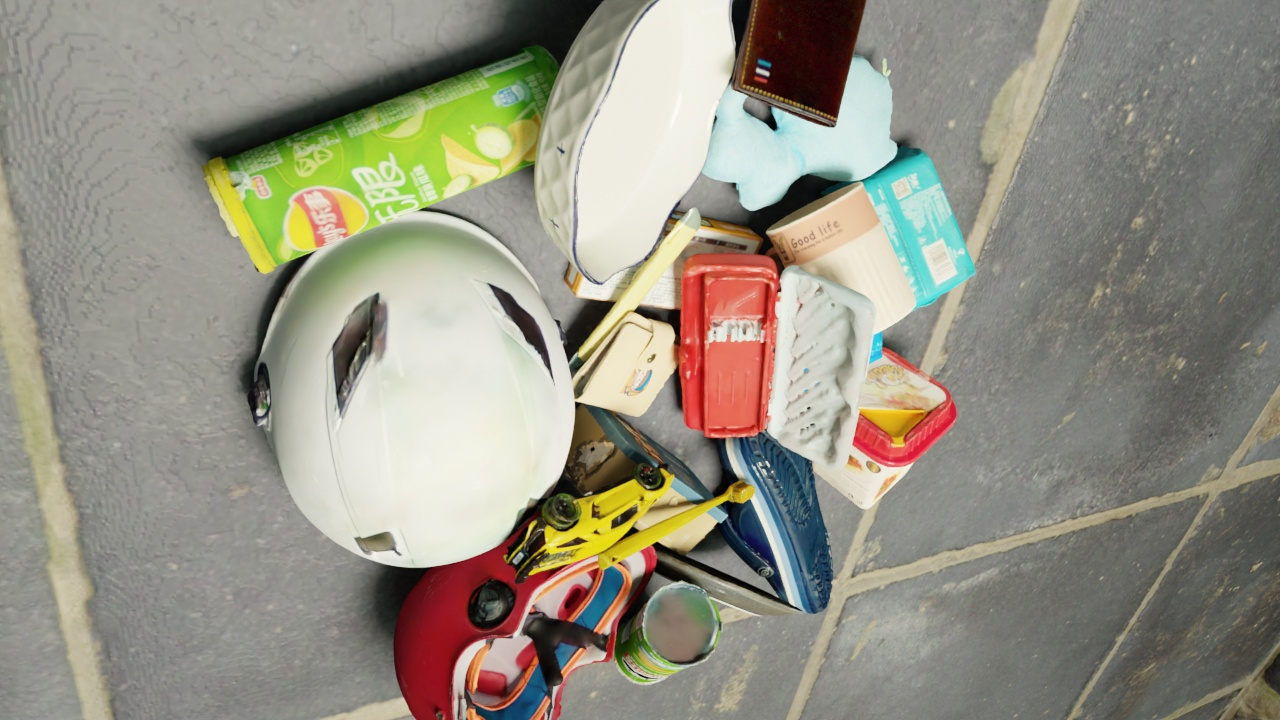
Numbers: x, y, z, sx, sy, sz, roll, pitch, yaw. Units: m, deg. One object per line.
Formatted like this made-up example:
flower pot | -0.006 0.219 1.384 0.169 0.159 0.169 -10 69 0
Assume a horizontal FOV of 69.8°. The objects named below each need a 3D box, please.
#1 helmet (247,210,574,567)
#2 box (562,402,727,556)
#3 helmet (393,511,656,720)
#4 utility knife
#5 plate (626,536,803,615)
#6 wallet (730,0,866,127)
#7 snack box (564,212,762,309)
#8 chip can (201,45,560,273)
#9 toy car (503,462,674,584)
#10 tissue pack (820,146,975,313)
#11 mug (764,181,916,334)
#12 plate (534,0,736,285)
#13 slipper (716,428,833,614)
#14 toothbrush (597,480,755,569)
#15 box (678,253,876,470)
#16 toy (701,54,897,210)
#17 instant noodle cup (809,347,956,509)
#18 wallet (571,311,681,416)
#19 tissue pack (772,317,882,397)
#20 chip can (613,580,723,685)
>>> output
helmet | -0.143 0.042 0.638 0.228 0.146 0.259 -9 126 -26
box | 0.002 0.107 0.813 0.062 0.090 0.184 -48 135 6
helmet | -0.111 0.214 0.785 0.240 0.144 0.207 -53 151 -3
utility knife | -0.005 -0.049 0.702 0.167 0.018 0.031 -54 150 17
plate | 0.066 0.210 0.869 0.179 0.180 0.024 31 79 -42
wallet | 0.115 -0.237 0.648 0.096 0.020 0.122 11 93 -31
snack box | 0.020 -0.080 0.729 0.153 0.026 0.075 5 120 -33
chip can | -0.144 -0.127 0.565 0.221 0.072 0.073 -25 131 -13
toy car | -0.032 0.118 0.682 0.155 0.041 0.071 -18 157 -42
tissue pack | 0.219 -0.108 0.786 0.093 0.050 0.133 -27 101 -11
mug | 0.151 -0.073 0.740 0.081 0.115 0.106 -35 100 -35
plate | -0.003 -0.150 0.587 0.204 0.045 0.205 -55 163 -26
slipper | 0.128 0.152 0.923 0.095 0.104 0.253 -8 123 26
toothbrush | 0.036 0.135 0.765 0.189 0.017 0.016 -17 108 -46
box | 0.107 0.003 0.750 0.201 0.161 0.058 86 23 -47
toy | 0.130 -0.179 0.708 0.161 0.049 0.156 33 103 -33
instant noodle cup | 0.229 0.071 0.905 0.116 0.116 0.124 -34 148 -29
wallet | -0.004 0.004 0.752 0.087 0.024 0.115 -56 152 6
tissue pack | 0.159 -0.018 0.839 0.157 0.052 0.095 -24 131 -15
chip can | 0.020 0.264 0.873 0.072 0.072 0.236 -22 162 -16
